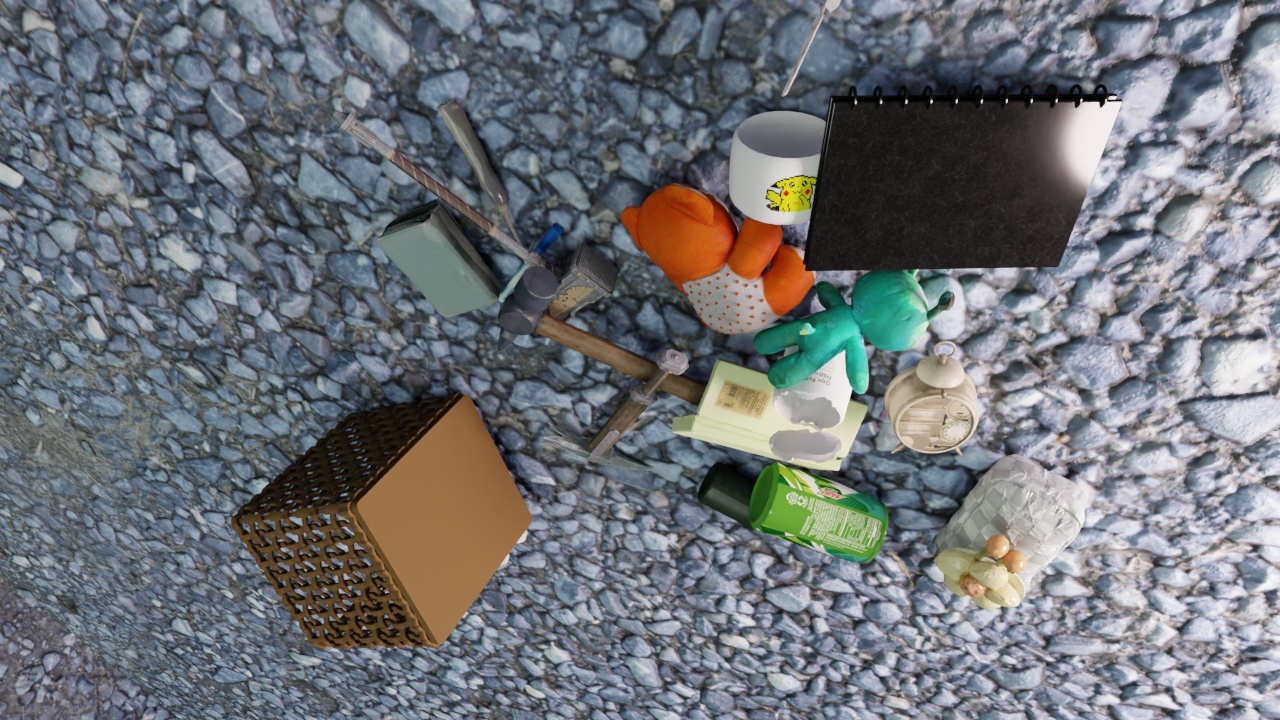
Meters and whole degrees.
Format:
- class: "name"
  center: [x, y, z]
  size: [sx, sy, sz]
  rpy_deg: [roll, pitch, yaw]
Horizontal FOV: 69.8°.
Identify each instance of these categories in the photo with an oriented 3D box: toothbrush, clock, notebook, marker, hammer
- class: "toothbrush"
  center: [-0.159, -0.187, 0.966]
  size: [0.024, 0.022, 0.186]
  rpy_deg: [-19, 121, 12]
- class: "clock"
  center: [0.301, 0.040, 0.934]
  size: [0.093, 0.054, 0.141]
  rpy_deg: [2, 128, 6]
- class: "notebook"
  center: [0.263, -0.149, 0.770]
  size: [0.231, 0.019, 0.169]
  rpy_deg: [-1, 131, -3]
- class: "marker"
  center: [-0.127, -0.106, 1.028]
  size: [0.013, 0.013, 0.142]
  rpy_deg: [37, 133, -10]
- class: "hammer"
  center: [-0.009, 0.060, 1.049]
  size: [0.147, 0.028, 0.318]
  rpy_deg: [21, 152, -10]
- class: "toothbrush"
  center: [0.131, -0.241, 0.688]
  size: [0.010, 0.181, 0.010]
  rpy_deg: [43, 137, -19]
- class: "hammer"
  center: [-0.174, -0.150, 0.944]
  size: [0.322, 0.044, 0.099]
  rpy_deg: [36, 134, -25]
- class: "hammer"
  center: [-0.006, 0.006, 1.019]
  size: [0.321, 0.040, 0.130]
  rpy_deg: [24, 142, -14]

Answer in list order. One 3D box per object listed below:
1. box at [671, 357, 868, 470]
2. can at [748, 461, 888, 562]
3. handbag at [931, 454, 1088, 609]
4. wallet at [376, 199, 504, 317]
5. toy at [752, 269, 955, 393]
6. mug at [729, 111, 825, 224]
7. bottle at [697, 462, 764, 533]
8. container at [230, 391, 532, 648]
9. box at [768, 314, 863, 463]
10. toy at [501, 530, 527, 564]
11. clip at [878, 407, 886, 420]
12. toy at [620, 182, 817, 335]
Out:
- class: "box"
  center: [0.141, 0.074, 1.005]
  size: [0.188, 0.061, 0.134]
  rpy_deg: [17, 132, -18]
- class: "can"
  center: [0.206, 0.178, 1.070]
  size: [0.144, 0.082, 0.083]
  rpy_deg: [19, 134, -6]
- class: "handbag"
  center: [0.392, 0.191, 0.988]
  size: [0.112, 0.123, 0.172]
  rpy_deg: [31, 135, 16]
- class: "wallet"
  center: [-0.224, -0.112, 1.038]
  size: [0.101, 0.054, 0.132]
  rpy_deg: [-8, 127, 39]
- class: "toy"
  center: [0.201, -0.038, 0.871]
  size: [0.193, 0.130, 0.072]
  rpy_deg: [-25, 149, 13]
- class: "mug"
  center: [0.137, -0.170, 0.811]
  size: [0.115, 0.094, 0.068]
  rpy_deg: [-4, 132, -3]
- class: "bottle"
  center: [0.157, 0.189, 1.131]
  size: [0.174, 0.055, 0.055]
  rpy_deg: [29, 134, -4]
- class: "container"
  center: [-0.322, 0.207, 1.194]
  size: [0.215, 0.250, 0.220]
  rpy_deg: [-11, 114, 30]
- class: "box"
  center: [0.175, 0.037, 0.927]
  size: [0.081, 0.159, 0.092]
  rpy_deg: [15, 152, 12]
- class: "toy"
  center: [-0.202, 0.244, 1.341]
  size: [0.076, 0.037, 0.126]
  rpy_deg: [35, 128, 0]
- class: "clip"
  center: [0.272, 0.050, 0.992]
  size: [0.045, 0.014, 0.051]
  rpy_deg: [-10, 127, 28]
- class: "toy"
  center: [0.068, -0.104, 0.894]
  size: [0.172, 0.092, 0.164]
  rpy_deg: [44, 151, -19]
